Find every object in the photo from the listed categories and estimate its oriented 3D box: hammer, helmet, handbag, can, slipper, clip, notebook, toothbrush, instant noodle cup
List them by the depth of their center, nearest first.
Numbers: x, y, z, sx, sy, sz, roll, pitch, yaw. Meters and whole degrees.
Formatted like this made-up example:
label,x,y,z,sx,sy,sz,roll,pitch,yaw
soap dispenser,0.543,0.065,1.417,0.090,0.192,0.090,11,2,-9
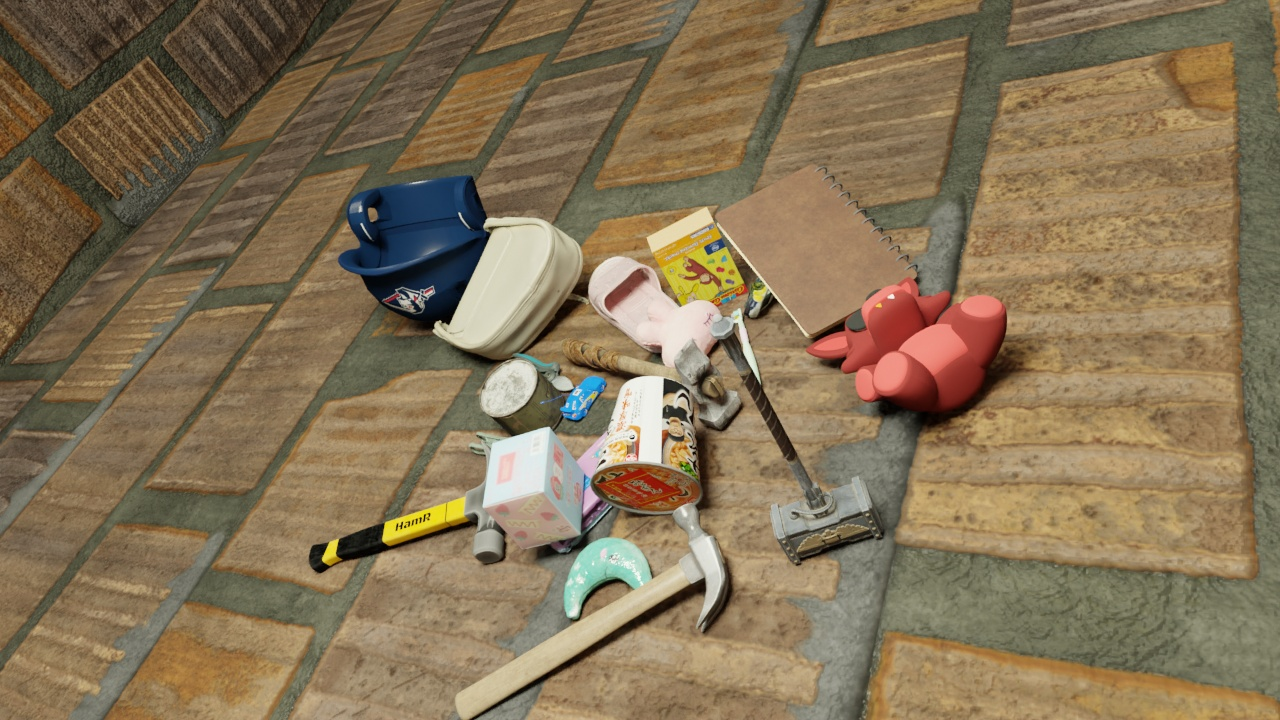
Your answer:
label,x,y,z,sx,sy,sz,roll,pitch,yaw
hammer,0.128,0.071,0.828,0.098,0.322,0.044,-21,40,14
hammer,-0.056,0.281,0.955,0.331,0.031,0.119,-32,56,5
instant noodle cup,0.012,0.091,1.032,0.124,0.123,0.121,-11,52,25
toothbrush,0.134,-0.013,1.159,0.022,0.015,0.154,-57,25,33
notebook,0.221,-0.144,1.160,0.167,0.024,0.225,-28,59,-8
hammer,-0.007,0.007,1.178,0.048,0.121,0.319,-49,34,-20
hammer,-0.306,0.215,1.200,0.325,0.034,0.169,-20,46,20
can,-0.158,0.055,1.232,0.090,0.074,0.089,-16,51,21
clip,-0.200,0.116,1.246,0.076,0.023,0.044,6,51,36
slipper,-0.015,-0.093,1.306,0.094,0.064,0.239,-37,40,-5
handbag,-0.191,-0.103,1.389,0.184,0.132,0.229,28,91,36
helmet,-0.356,-0.169,1.482,0.233,0.223,0.271,-3,16,18

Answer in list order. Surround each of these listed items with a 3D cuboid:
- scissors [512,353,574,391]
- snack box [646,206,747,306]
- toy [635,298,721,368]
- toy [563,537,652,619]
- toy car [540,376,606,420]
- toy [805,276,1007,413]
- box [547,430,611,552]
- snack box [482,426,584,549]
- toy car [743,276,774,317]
label,x,y,z,sx,sy,sz,roll,pitch,yaw
scissors,-0.140,0.013,1.313,0.137,0.019,0.137,-21,47,24
snack box,0.077,-0.129,1.230,0.088,0.126,0.040,-26,39,8
toy,0.049,-0.039,1.197,0.105,0.053,0.108,19,68,18
toy,-0.036,0.234,1.005,0.105,0.033,0.085,-17,52,18
toy car,-0.091,0.041,1.217,0.033,0.062,0.091,11,55,41
toy,0.286,-0.023,0.995,0.158,0.120,0.197,-38,31,-2
box,-0.043,0.137,1.109,0.214,0.033,0.076,-45,42,-15
snack box,-0.120,0.147,1.047,0.080,0.095,0.092,-18,43,17
toy car,0.167,-0.103,1.208,0.033,0.048,0.105,23,61,9
